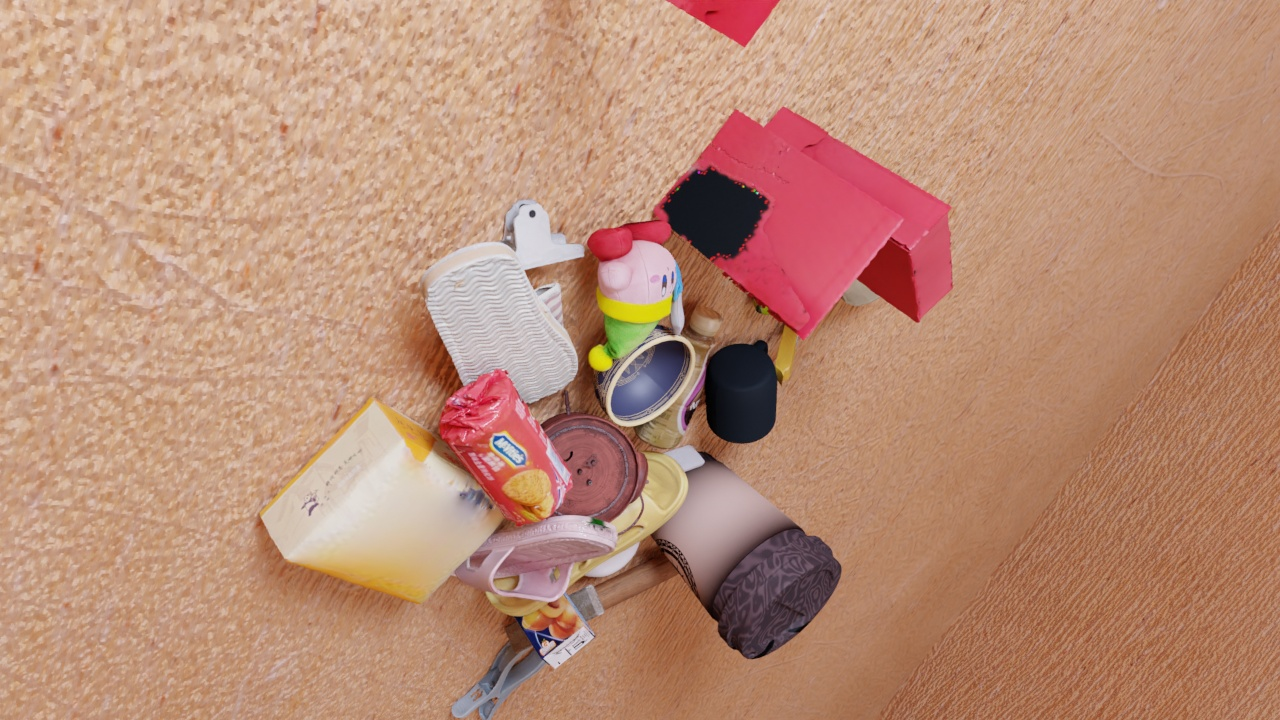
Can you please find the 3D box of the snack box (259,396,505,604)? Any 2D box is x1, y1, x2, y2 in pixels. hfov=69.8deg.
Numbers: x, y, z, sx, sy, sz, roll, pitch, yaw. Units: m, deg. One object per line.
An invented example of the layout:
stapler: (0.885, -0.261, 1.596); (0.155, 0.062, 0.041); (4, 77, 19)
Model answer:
snack box: (-0.220, 0.141, 0.849); (0.145, 0.080, 0.195); (-46, 145, -1)

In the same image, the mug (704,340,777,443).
mug: (0.127, 0.025, 1.101); (0.121, 0.085, 0.095); (-58, 155, -35)

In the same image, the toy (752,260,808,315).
toy: (0.163, -0.083, 1.061); (0.093, 0.036, 0.094); (-31, 149, -29)

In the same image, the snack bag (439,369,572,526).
snack bag: (-0.119, 0.078, 0.821); (0.082, 0.082, 0.176); (-37, 136, -12)

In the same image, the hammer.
hammer: (-0.020, 0.297, 1.213); (0.158, 0.037, 0.300); (-35, 165, 38)

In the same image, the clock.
clock: (-0.057, 0.120, 0.948); (0.120, 0.072, 0.157); (-42, 104, -5)

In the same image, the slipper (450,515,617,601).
slipper: (-0.115, 0.210, 0.930); (0.094, 0.064, 0.240); (25, 146, -36)

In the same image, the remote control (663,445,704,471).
remote control: (0.021, 0.134, 1.131); (0.130, 0.033, 0.012); (-14, 138, -37)

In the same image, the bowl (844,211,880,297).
bowl: (0.279, -0.143, 1.105); (0.152, 0.050, 0.153); (-27, 141, -25)

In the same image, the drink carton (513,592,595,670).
drink carton: (-0.115, 0.285, 1.059); (0.064, 0.130, 0.040); (-37, 140, -10)

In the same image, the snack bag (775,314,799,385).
snack bag: (0.180, -0.014, 1.125); (0.026, 0.020, 0.099); (78, 26, -52)

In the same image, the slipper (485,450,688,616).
slipper: (-0.070, 0.184, 1.036); (0.263, 0.099, 0.078); (-38, 143, -4)

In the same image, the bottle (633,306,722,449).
bottle: (0.045, 0.018, 1.019); (0.059, 0.059, 0.166); (-4, 125, -44)

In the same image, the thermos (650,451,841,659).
thermos: (0.115, 0.235, 1.160); (0.172, 0.226, 0.173); (-27, 141, -25)

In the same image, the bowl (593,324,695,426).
bowl: (-0.006, 0.006, 0.951); (0.112, 0.061, 0.113); (-27, 141, -25)

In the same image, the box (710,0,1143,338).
box: (0.269, -0.226, 0.880); (0.351, 0.217, 0.198); (-46, 146, -3)

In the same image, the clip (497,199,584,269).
clip: (-0.093, -0.102, 0.779); (0.101, 0.056, 0.056); (-18, 160, -35)

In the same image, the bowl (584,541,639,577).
bowl: (-0.043, 0.228, 1.144); (0.114, 0.050, 0.115); (-27, 141, -25)

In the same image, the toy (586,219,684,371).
toy: (-0.009, -0.060, 0.845); (0.124, 0.097, 0.131); (-29, 111, -60)

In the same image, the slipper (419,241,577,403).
slipper: (-0.118, -0.032, 0.794); (0.115, 0.052, 0.263); (-25, 156, -3)

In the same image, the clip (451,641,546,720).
clip: (-0.166, 0.421, 1.229); (0.163, 0.028, 0.112); (-45, 143, 0)
